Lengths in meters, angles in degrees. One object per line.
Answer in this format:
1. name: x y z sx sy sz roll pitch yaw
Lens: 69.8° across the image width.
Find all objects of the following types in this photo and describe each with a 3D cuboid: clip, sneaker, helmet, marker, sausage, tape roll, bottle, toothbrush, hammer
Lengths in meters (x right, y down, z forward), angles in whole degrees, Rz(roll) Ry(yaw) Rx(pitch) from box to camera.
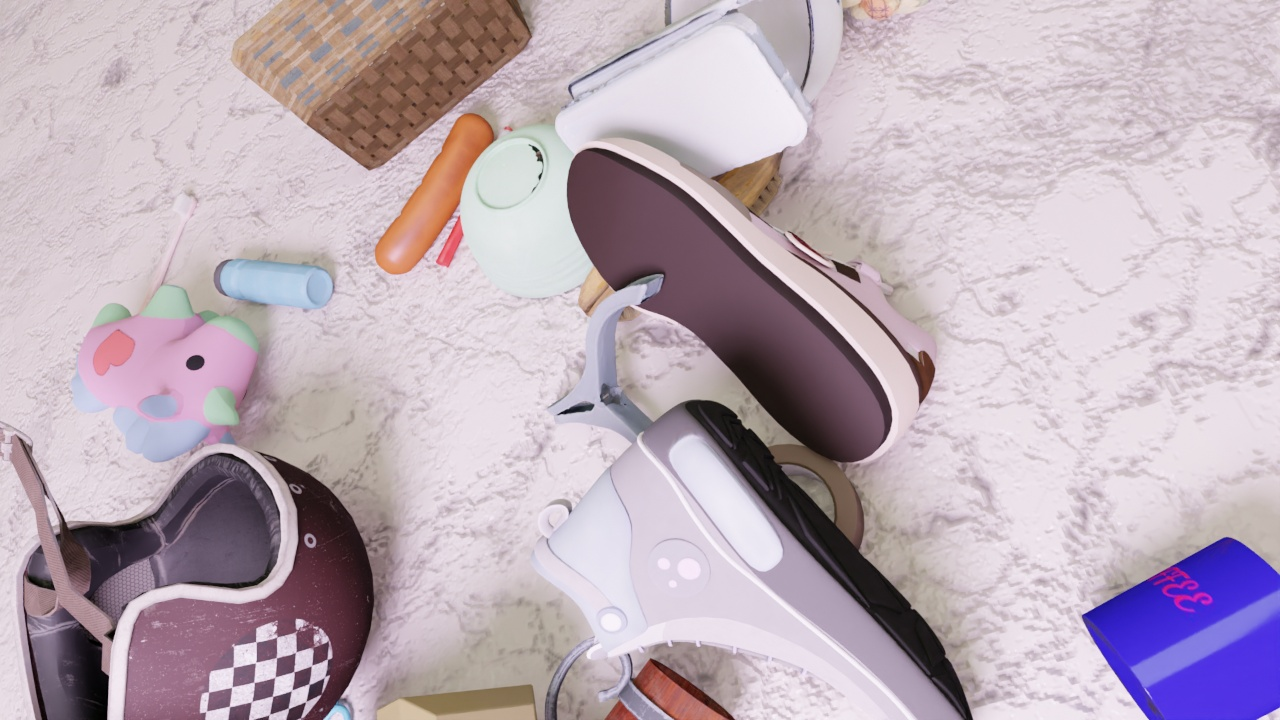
1. clip: -0.005 -0.002 0.635 0.169 0.031 0.165 13 119 32
2. sneaker: 0.060 0.157 0.527 0.161 0.093 0.256 -40 94 15
3. helmet: -0.319 0.166 0.629 0.234 0.253 0.234 6 95 41
4. marker: -0.147 -0.147 0.820 0.013 0.013 0.142 18 77 28
5. sausage: -0.182 -0.148 0.818 0.044 0.039 0.164 23 80 46
6. tape roll: 0.098 0.104 0.603 0.094 0.030 0.093 -9 67 20
7. bottle: -0.349 -0.073 0.861 0.130 0.040 0.040 8 73 26
8. toothbrush: -0.498 -0.090 0.945 0.016 0.018 0.181 6 73 26
9. sneaker: 0.080 -0.066 0.625 0.294 0.112 0.116 40 48 20
10. hammer: -0.229 0.257 0.493 0.191 0.324 0.100 -39 53 44

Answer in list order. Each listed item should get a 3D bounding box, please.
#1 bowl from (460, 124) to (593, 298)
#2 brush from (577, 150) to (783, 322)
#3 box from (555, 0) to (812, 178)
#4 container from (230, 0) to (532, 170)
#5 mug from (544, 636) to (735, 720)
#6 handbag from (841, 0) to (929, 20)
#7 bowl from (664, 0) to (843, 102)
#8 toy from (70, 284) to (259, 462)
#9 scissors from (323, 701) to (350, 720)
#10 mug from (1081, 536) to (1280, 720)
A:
1. bowl: -0.089 -0.133 0.752 0.151 0.077 0.150 -9 67 21
2. brush: 0.033 -0.098 0.704 0.195 0.043 0.059 -42 59 2
3. box: 0.040 -0.185 0.645 0.129 0.105 0.211 -43 22 -27
4. container: -0.246 -0.324 0.855 0.250 0.157 0.186 -38 71 5
5. mug: -0.014 0.240 0.564 0.117 0.081 0.111 33 81 12
6. handbag: 0.162 -0.321 0.711 0.186 0.113 0.117 25 104 36
7. bowl: 0.093 -0.254 0.689 0.072 0.154 0.153 -26 53 -32
8. toy: -0.439 0.019 0.829 0.222 0.120 0.170 -12 56 17
9. scissors: -0.276 0.300 0.697 0.136 0.015 0.055 -39 62 1
10. mug: 0.300 0.160 0.474 0.083 0.079 0.111 -33 89 8
